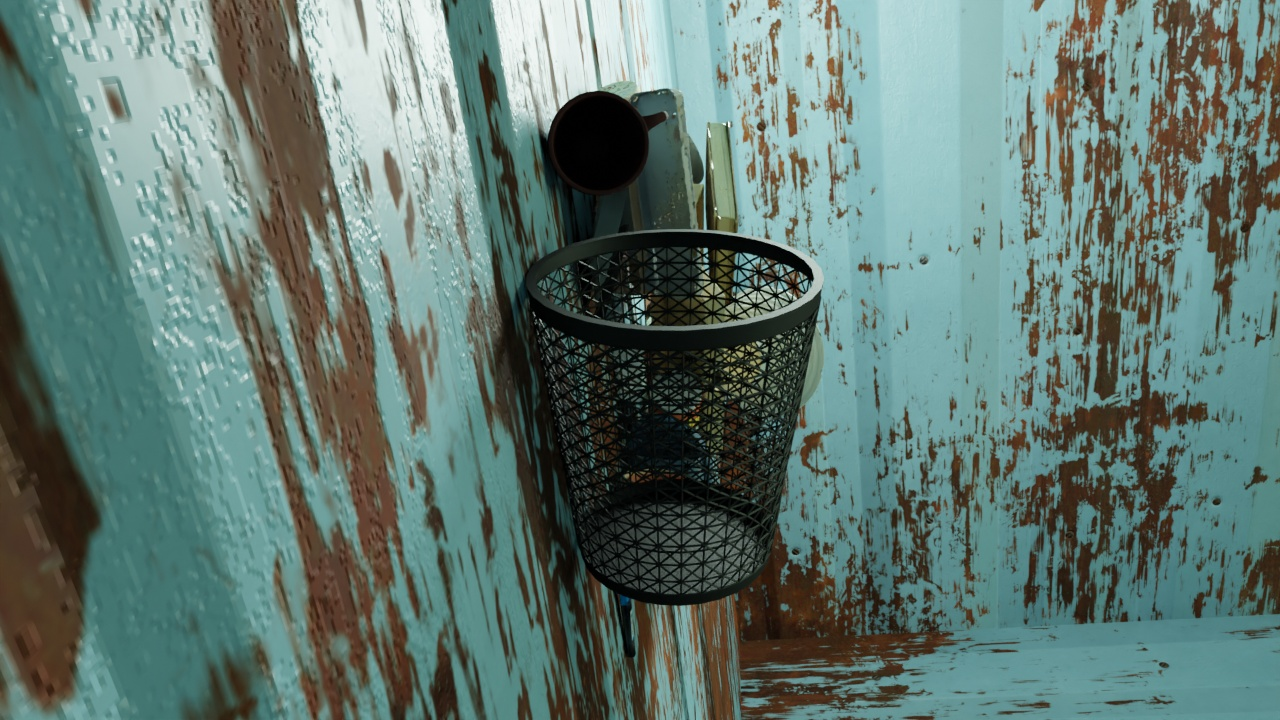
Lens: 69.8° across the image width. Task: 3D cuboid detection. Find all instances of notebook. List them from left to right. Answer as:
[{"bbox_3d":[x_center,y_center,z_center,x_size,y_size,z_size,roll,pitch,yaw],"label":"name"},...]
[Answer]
[{"bbox_3d":[0.105,-0.184,1.221,0.190,0.034,0.215,86,3,-48],"label":"notebook"}]

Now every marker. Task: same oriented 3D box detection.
[{"bbox_3d":[-0.016,0.258,0.949,0.018,0.015,0.123,-72,159,-64],"label":"marker"}]

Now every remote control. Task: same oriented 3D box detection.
[{"bbox_3d":[-0.031,-0.074,0.902,0.039,0.010,0.125,-85,-170,-49],"label":"remote control"}]

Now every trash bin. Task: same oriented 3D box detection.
[{"bbox_3d":[0.027,0.045,0.728,0.216,0.217,0.243,-80,170,-64],"label":"trash bin"}]

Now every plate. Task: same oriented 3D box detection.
[{"bbox_3d":[-0.033,-0.143,0.910,0.173,0.019,0.173,-169,-88,-83],"label":"plate"}]

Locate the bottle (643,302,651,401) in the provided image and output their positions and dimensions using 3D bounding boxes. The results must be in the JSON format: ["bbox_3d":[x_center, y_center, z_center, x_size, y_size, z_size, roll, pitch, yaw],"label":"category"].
[{"bbox_3d":[0.030,-0.012,1.336,0.056,0.056,0.161,73,14,-58],"label":"bottle"}]

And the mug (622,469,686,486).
[{"bbox_3d":[0.009,0.179,0.981,0.111,0.085,0.104,-8,105,-55],"label":"mug"}]

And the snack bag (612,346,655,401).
[{"bbox_3d":[-0.007,0.006,1.110,0.115,0.036,0.077,-31,116,-82],"label":"snack bag"}]

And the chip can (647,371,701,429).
[{"bbox_3d":[0.038,0.106,1.138,0.211,0.062,0.062,92,-1,-48],"label":"chip can"}]

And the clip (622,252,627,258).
[{"bbox_3d":[-0.025,-0.133,1.129,0.057,0.022,0.035,-2,83,-85],"label":"clip"}]

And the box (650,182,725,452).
[{"bbox_3d":[0.058,-0.054,1.155,0.260,0.096,0.248,-103,-174,-48],"label":"box"}]

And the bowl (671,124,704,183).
[{"bbox_3d":[0.014,-0.280,1.251,0.056,0.151,0.151,-45,152,-16],"label":"bowl"}]

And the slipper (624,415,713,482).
[{"bbox_3d":[0.033,0.167,1.060,0.059,0.104,0.214,-55,144,-75],"label":"slipper"}]

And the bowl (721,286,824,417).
[{"bbox_3d":[0.146,-0.006,1.204,0.070,0.178,0.177,-12,98,-49],"label":"bowl"}]

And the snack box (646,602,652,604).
[{"bbox_3d":[0.037,0.233,1.216,0.226,0.059,0.059,-76,155,-69],"label":"snack box"}]

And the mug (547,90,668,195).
[{"bbox_3d":[-0.029,-0.197,0.820,0.088,0.114,0.087,-127,-166,-77],"label":"mug"}]

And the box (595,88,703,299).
[{"bbox_3d":[0.003,-0.175,0.987,0.149,0.042,0.216,15,-64,58],"label":"box"}]

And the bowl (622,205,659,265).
[{"bbox_3d":[0.002,-0.191,1.206,0.131,0.064,0.132,-4,89,-83],"label":"bowl"}]

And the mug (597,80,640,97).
[{"bbox_3d":[-0.025,-0.281,1.093,0.122,0.081,0.097,-120,-172,-52],"label":"mug"}]
